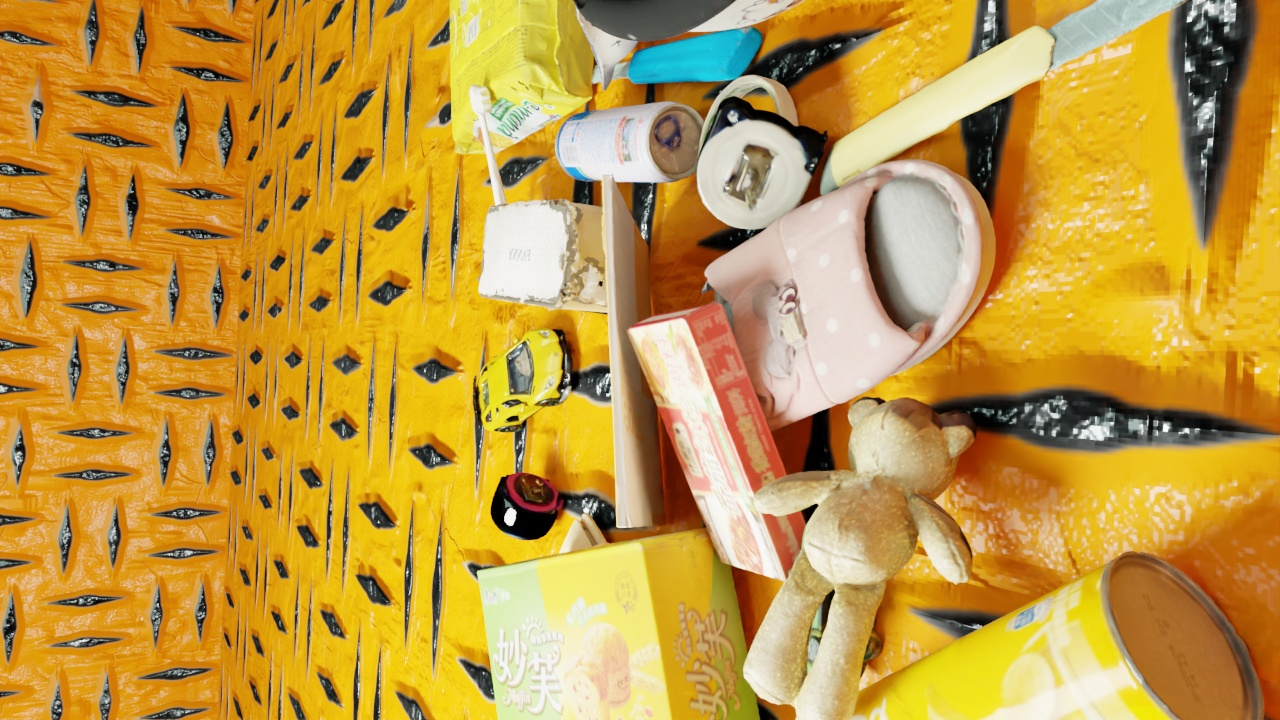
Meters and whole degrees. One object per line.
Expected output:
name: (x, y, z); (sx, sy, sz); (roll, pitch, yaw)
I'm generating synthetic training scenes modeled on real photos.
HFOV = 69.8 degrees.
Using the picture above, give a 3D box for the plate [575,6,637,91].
plate: (-0.006, -0.282, 0.625); (0.164, 0.034, 0.163); (45, -126, -82)

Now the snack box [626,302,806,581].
snack box: (0.044, 0.045, 0.511); (0.075, 0.025, 0.153); (-6, 107, 65)

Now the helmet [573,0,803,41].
helmet: (0.053, -0.295, 0.474); (0.231, 0.156, 0.274); (-20, 81, 45)

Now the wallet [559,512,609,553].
wallet: (-0.034, 0.180, 0.698); (0.115, 0.024, 0.087); (53, 128, 46)

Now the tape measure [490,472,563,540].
tape measure: (-0.096, 0.120, 0.771); (0.039, 0.057, 0.057); (-67, 28, 27)

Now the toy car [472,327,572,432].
toy car: (-0.107, 0.017, 0.814); (0.156, 0.041, 0.071); (-28, 64, 53)

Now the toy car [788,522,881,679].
toy car: (0.099, 0.121, 0.471); (0.036, 0.043, 0.091); (11, 96, 59)

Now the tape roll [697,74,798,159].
tape roll: (0.065, -0.134, 0.574); (0.086, 0.013, 0.085); (-7, 82, 58)

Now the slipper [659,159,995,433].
slipper: (0.075, -0.019, 0.510); (0.275, 0.054, 0.114); (-35, 59, 54)

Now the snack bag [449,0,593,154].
snack bag: (-0.119, -0.288, 0.834); (0.247, 0.068, 0.158); (-2, 85, 59)

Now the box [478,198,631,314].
box: (-0.078, -0.086, 0.759); (0.184, 0.062, 0.090); (17, 101, 59)

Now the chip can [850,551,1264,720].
chip can: (0.136, 0.155, 0.383); (0.214, 0.072, 0.072); (-51, 47, 42)

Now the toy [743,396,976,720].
toy: (0.099, 0.089, 0.416); (0.105, 0.066, 0.157); (15, 73, 43)

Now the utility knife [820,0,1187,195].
utility knife: (0.154, -0.126, 0.426); (0.217, 0.022, 0.031); (156, 113, -62)

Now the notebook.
notebook: (-0.004, 0.003, 0.591); (0.146, 0.010, 0.206); (46, -140, -76)

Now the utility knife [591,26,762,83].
utility knife: (0.013, -0.214, 0.661); (0.219, 0.018, 0.034); (23, 89, 58)

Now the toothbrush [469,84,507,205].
toothbrush: (-0.126, -0.156, 0.822); (0.016, 0.016, 0.180); (23, 132, 42)

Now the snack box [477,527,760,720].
snack box: (-0.022, 0.203, 0.606); (0.211, 0.069, 0.157); (-23, 74, 49)

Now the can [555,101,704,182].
can: (-0.009, -0.155, 0.657); (0.135, 0.053, 0.053); (18, 103, 57)

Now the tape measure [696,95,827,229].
tape measure: (0.065, -0.109, 0.522); (0.033, 0.066, 0.066); (-68, -2, -62)
